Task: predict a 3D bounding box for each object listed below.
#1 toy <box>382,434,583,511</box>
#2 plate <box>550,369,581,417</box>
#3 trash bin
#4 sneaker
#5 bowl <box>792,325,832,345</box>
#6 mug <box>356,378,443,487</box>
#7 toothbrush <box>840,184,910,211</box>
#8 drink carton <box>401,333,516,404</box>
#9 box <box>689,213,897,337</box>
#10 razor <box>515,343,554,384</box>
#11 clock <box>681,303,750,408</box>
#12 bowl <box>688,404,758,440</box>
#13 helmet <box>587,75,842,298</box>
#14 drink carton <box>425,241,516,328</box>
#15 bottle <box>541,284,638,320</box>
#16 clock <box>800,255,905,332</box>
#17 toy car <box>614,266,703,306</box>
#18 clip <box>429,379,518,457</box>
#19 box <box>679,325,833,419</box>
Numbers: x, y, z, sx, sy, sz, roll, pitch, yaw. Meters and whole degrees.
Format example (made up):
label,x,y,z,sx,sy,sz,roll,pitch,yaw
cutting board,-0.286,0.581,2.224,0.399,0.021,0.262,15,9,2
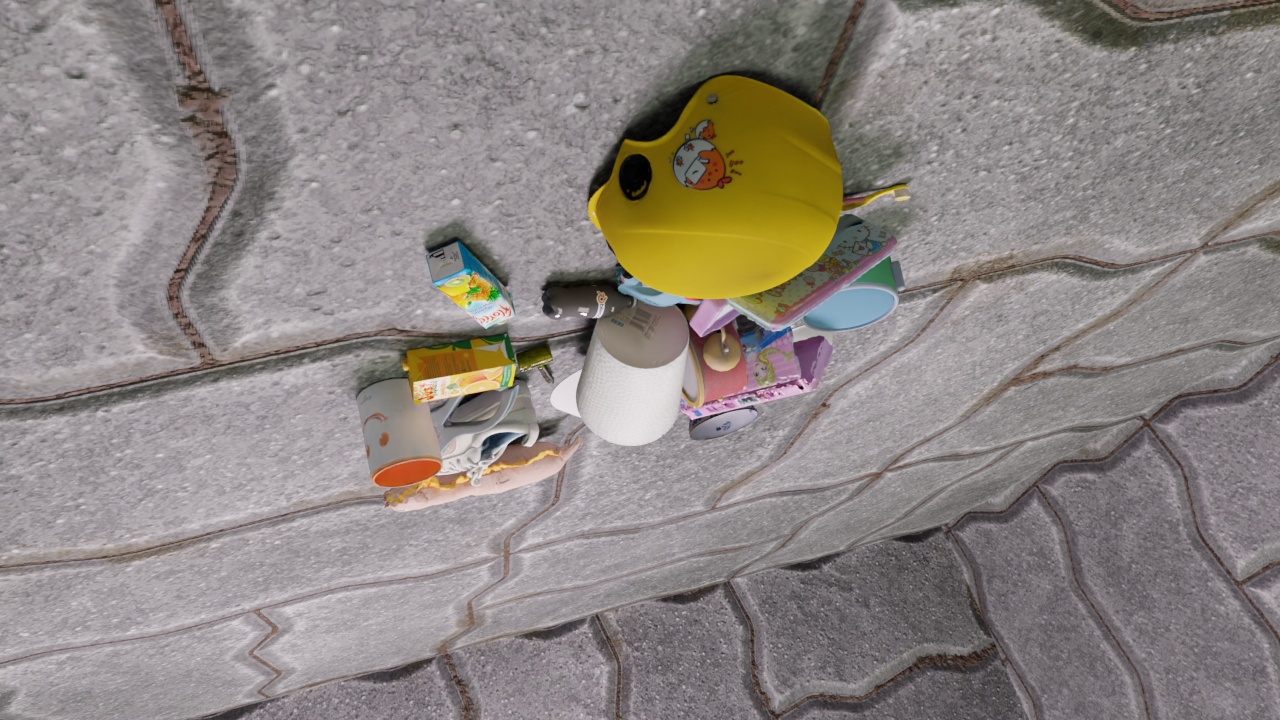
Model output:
label,x,y,z,sx,sy,sz,roll,pitch,yaw
toy,-0.229,0.160,1.310,0.263,0.065,0.197,-7,161,-41
plate,-0.035,0.049,1.268,0.174,0.036,0.174,-16,157,-7
trash bin,-0.006,0.006,1.088,0.133,0.133,0.162,-12,151,-15
sneaker,-0.233,0.117,1.196,0.243,0.090,0.089,-29,162,23
bowl,0.235,-0.009,1.338,0.110,0.040,0.110,-16,157,-7
mug,-0.282,0.085,1.073,0.082,0.105,0.082,-15,157,-7
toothbrush,0.234,-0.173,0.999,0.135,0.016,0.021,-13,161,-14
drink carton,-0.208,0.010,1.045,0.122,0.041,0.058,-10,156,-18
box,0.159,-0.093,0.965,0.213,0.062,0.140,-34,-159,-32
razor,-0.122,0.010,1.138,0.042,0.026,0.106,-21,161,-1
clock,0.088,-0.017,1.119,0.081,0.117,0.159,-17,151,-12
bowl,0.124,0.082,1.454,0.114,0.045,0.114,-16,157,-7
helmet,0.076,-0.124,0.832,0.241,0.139,0.208,-32,154,30
drink carton,-0.163,-0.071,0.897,0.044,0.038,0.129,-22,157,7
bottle,-0.053,-0.064,0.999,0.109,0.036,0.036,-4,153,-30
clock,0.230,-0.090,1.122,0.161,0.075,0.122,-2,156,-7
toy car,0.024,-0.074,0.978,0.108,0.027,0.060,10,166,21
clip,-0.225,0.059,1.127,0.162,0.090,0.027,-38,-178,17
box,0.131,0.007,1.213,0.231,0.084,0.090,-17,123,46
